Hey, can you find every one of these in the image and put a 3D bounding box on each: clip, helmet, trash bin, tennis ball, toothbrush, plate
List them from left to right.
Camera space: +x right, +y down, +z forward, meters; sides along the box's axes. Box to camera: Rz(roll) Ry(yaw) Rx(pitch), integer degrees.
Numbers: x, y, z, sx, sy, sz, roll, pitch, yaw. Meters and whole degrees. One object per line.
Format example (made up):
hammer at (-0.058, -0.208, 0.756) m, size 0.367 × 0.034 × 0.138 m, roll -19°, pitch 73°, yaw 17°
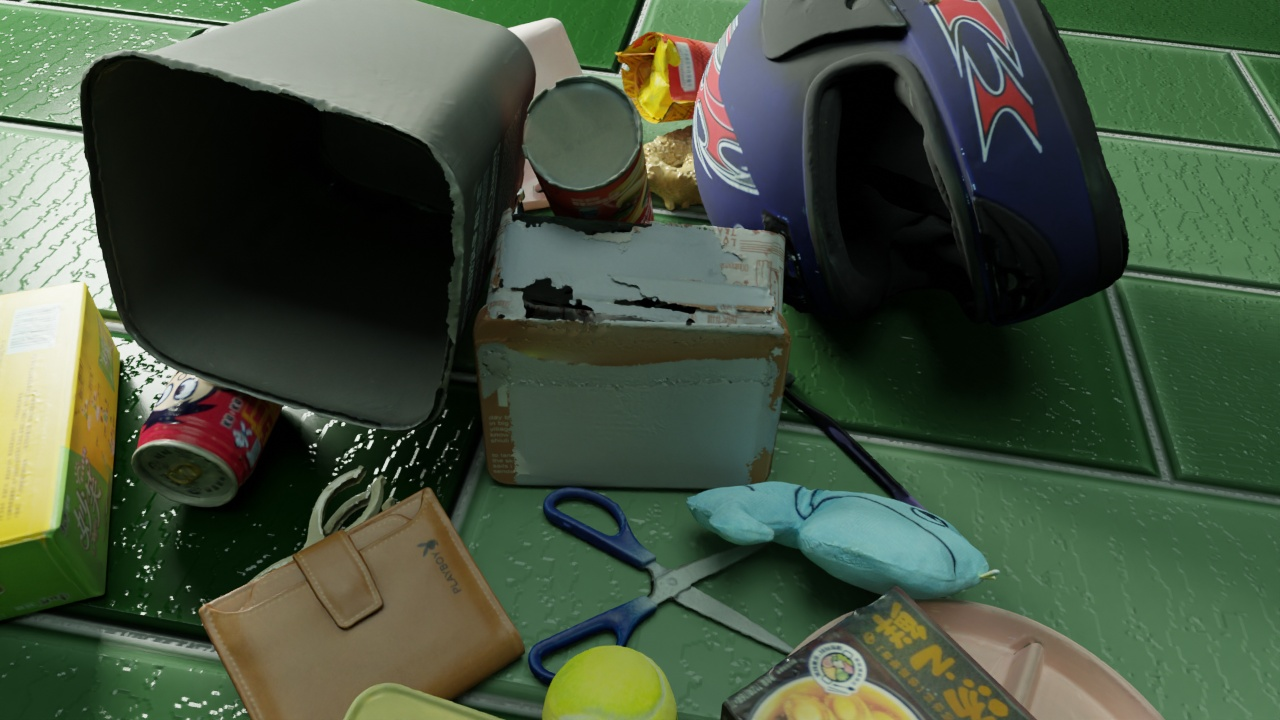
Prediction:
clip at (-0.177, 0.108, 0.521) m, size 0.070 × 0.035 × 0.099 m, roll 22°, pitch 53°, yaw 16°
trash bin at (-0.168, -0.108, 0.555) m, size 0.198 × 0.199 × 0.219 m, roll 17°, pitch 38°, yaw 1°
tennis ball at (-0.015, 0.172, 0.443) m, size 0.065 × 0.066 × 0.065 m, roll 2°, pitch 46°, yaw -2°
toothbrush at (0.138, 0.055, 0.604) m, size 0.016 × 0.014 × 0.189 m, roll -16°, pitch 48°, yaw -35°
helmet at (0.159, -0.143, 0.644) m, size 0.241 × 0.247 × 0.314 m, roll -19°, pitch 47°, yaw 16°
plate at (0.159, 0.220, 0.433) m, size 0.229 × 0.028 × 0.229 m, roll 1°, pitch 47°, yaw -1°

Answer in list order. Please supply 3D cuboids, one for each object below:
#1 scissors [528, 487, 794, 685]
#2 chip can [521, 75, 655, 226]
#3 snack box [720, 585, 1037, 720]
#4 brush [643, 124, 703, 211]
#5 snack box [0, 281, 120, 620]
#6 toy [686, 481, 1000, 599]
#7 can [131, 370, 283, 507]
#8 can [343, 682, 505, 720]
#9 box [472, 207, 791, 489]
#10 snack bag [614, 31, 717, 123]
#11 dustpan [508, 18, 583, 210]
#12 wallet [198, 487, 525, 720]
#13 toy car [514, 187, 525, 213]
scissors at (0.004, 0.129, 0.524) m, size 0.175 × 0.012 × 0.162 m, roll 32°, pitch 49°, yaw 24°
chip can at (-0.026, -0.111, 0.616) m, size 0.073 × 0.217 × 0.073 m, roll 0°, pitch 80°, yaw 3°
snack box at (0.117, 0.184, 0.416) m, size 0.113 × 0.053 × 0.125 m, roll -25°, pitch 47°, yaw -24°
brush at (0.075, -0.211, 0.849) m, size 0.083 × 0.046 × 0.253 m, roll 21°, pitch 44°, yaw 22°
snack box at (-0.401, 0.055, 0.533) m, size 0.157 × 0.070 × 0.210 m, roll -12°, pitch 48°, yaw -15°
toy at (0.117, 0.098, 0.513) m, size 0.161 × 0.050 × 0.156 m, roll 7°, pitch 8°, yaw -41°
can at (-0.260, 0.035, 0.562) m, size 0.066 × 0.067 × 0.093 m, roll 5°, pitch 46°, yaw 1°
can at (-0.083, 0.194, 0.405) m, size 0.102 × 0.083 × 0.057 m, roll 14°, pitch 47°, yaw 10°
box at (-0.004, 0.005, 0.559) m, size 0.181 × 0.146 × 0.148 m, roll 5°, pitch 69°, yaw 2°
snack bag at (0.088, -0.265, 0.842) m, size 0.207 × 0.073 × 0.128 m, roll -15°, pitch 44°, yaw -32°
dustpan at (-0.157, -0.217, 0.858) m, size 0.274 × 0.139 × 0.221 m, roll 9°, pitch 39°, yaw 47°
wallet at (-0.142, 0.140, 0.475) m, size 0.131 × 0.031 × 0.108 m, roll -26°, pitch 73°, yaw -27°
toy car at (-0.103, -0.100, 0.722) m, size 0.034 × 0.043 × 0.090 m, roll -6°, pitch 47°, yaw -1°
